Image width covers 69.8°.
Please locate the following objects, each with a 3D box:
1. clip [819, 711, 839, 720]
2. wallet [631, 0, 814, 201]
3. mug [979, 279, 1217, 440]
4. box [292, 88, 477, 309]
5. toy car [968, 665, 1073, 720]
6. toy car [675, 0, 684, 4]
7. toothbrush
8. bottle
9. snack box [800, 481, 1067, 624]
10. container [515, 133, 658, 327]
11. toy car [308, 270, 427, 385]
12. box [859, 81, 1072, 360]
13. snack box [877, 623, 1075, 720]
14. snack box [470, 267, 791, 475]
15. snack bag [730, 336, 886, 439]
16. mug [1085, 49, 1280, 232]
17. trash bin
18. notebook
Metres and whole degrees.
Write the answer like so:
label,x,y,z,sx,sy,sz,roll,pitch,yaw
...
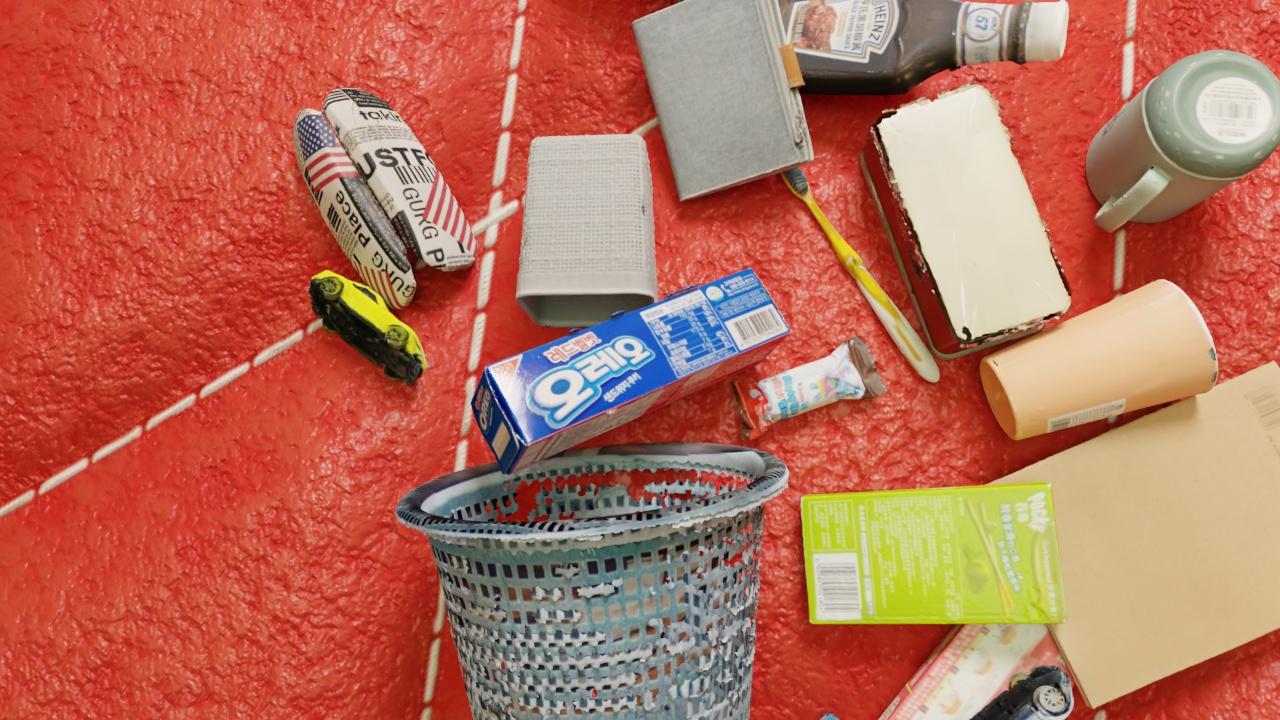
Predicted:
label,x,y,z,sx,sy,sz,roll,pitch,yaw
clip,0.113,0.259,0.605,0.058,0.036,0.025,-41,83,-6
wallet,0.060,-0.188,0.638,0.107,0.036,0.130,-13,97,24
mug,0.292,0.006,0.598,0.123,0.078,0.078,-21,81,7
box,-0.194,-0.117,0.672,0.087,0.075,0.162,-36,83,29
toy car,0.220,0.226,0.556,0.105,0.049,0.031,-40,84,-1
toy car,0.043,-0.242,0.672,0.049,0.031,0.106,24,89,9
toothbrush,0.153,-0.065,0.645,0.016,0.018,0.191,-33,81,1
bottle,0.180,-0.219,0.618,0.195,0.044,0.079,9,80,27
snack box,0.185,0.125,0.591,0.157,0.026,0.085,-7,82,20
container,-0.034,-0.088,0.630,0.090,0.090,0.114,-1,79,4
toy car,-0.192,-0.025,0.657,0.105,0.048,0.032,37,54,9
box,0.218,-0.094,0.613,0.091,0.078,0.168,-18,81,2
snack box,0.223,0.215,0.596,0.075,0.025,0.153,39,87,10
snack box,-0.003,0.003,0.581,0.207,0.058,0.057,-23,75,-29
snack bag,0.113,0.020,0.633,0.105,0.026,0.045,-20,78,0
mug,0.342,-0.133,0.594,0.082,0.106,0.111,42,88,8
trash bin,-0.020,0.163,0.545,0.226,0.226,0.195,-5,95,4
notebook,0.347,0.108,0.584,0.211,0.012,0.149,-23,77,0
